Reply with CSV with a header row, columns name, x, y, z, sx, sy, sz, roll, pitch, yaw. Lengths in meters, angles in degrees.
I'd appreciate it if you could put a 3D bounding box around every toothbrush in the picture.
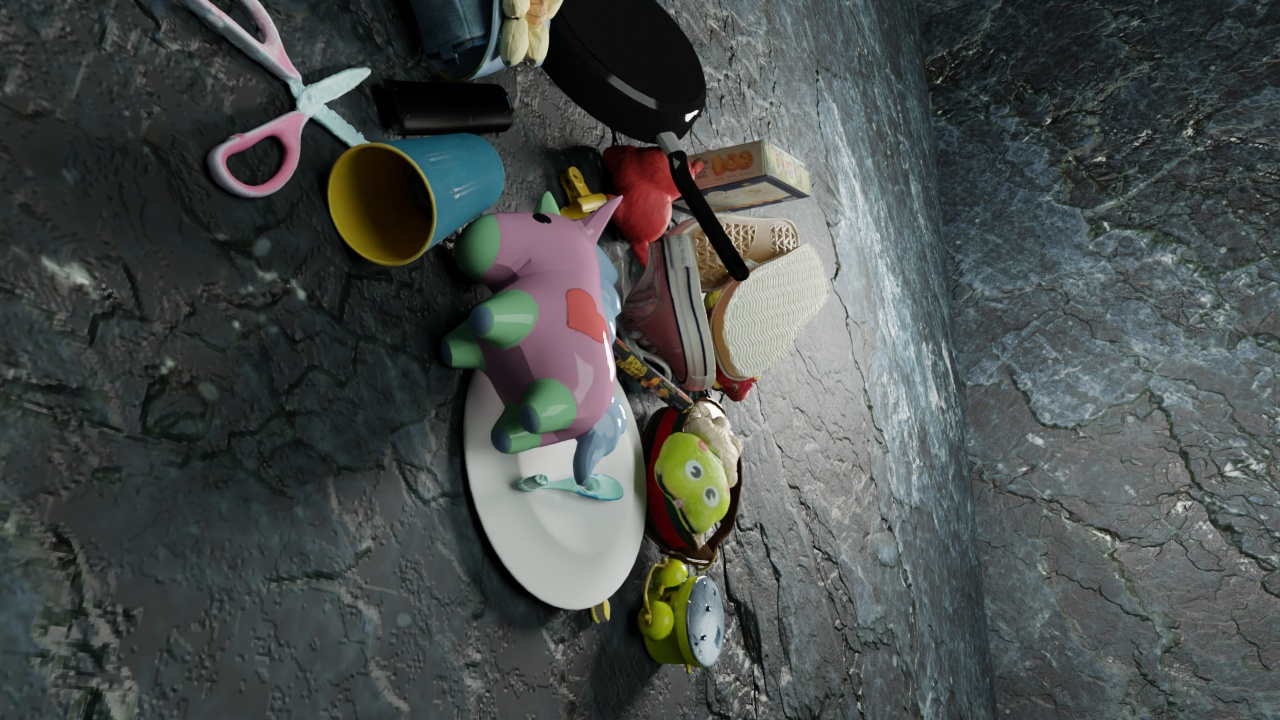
name,x,y,z,sx,sy,sz,roll,pitch,yaw
toothbrush,-0.048,0.099,0.725,0.135,0.017,0.022,16,56,-55
toothbrush,-0.042,0.155,0.780,0.021,0.016,0.135,0,81,-57

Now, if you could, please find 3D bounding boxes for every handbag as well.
name,x,y,z,sx,sy,sz,roll,pitch,yaw
handbag,-0.121,-0.312,0.685,0.121,0.119,0.192,-44,125,-50
handbag,0.057,0.125,0.916,0.138,0.063,0.166,41,48,-35

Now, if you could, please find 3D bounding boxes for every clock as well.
name,x,y,z,sx,sy,sz,roll,pitch,yaw
clock,0.036,0.235,0.854,0.119,0.057,0.083,60,34,-33

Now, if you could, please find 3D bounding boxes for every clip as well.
name,x,y,z,sx,sy,sz,roll,pitch,yaw
clip,-0.055,-0.155,0.854,0.054,0.045,0.048,-31,133,-59

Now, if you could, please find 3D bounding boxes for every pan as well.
name,x,y,z,sx,sy,sz,roll,pitch,yaw
pan,0.016,-0.231,0.847,0.203,0.044,0.355,-15,70,-48

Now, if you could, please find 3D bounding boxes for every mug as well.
name,x,y,z,sx,sy,sz,roll,pitch,yaw
mug,-0.145,-0.118,0.627,0.121,0.078,0.078,-50,124,-62

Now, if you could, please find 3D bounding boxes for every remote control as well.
name,x,y,z,sx,sy,sz,roll,pitch,yaw
remote control,-0.145,-0.195,0.706,0.151,0.020,0.041,-29,105,-60

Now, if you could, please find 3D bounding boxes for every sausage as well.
name,x,y,z,sx,sy,sz,roll,pitch,yaw
sausage,-0.005,0.005,0.853,0.155,0.020,0.020,40,43,-21

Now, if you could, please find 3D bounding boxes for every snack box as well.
name,x,y,z,sx,sy,sz,roll,pitch,yaw
snack box,0.102,-0.202,1.041,0.144,0.145,0.042,3,82,-62

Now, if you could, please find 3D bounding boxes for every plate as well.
name,x,y,z,sx,sy,sz,roll,pitch,yaw
plate,-0.056,0.080,0.758,0.242,0.016,0.242,32,50,-49

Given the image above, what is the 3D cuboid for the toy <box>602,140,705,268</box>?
name,x,y,z,sx,sy,sz,roll,pitch,yaw
toy,0.015,-0.157,0.916,0.088,0.094,0.133,14,69,-62

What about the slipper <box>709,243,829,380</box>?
name,x,y,z,sx,sy,sz,roll,pitch,yaw
slipper,0.145,-0.061,1.035,0.271,0.054,0.114,-39,116,-48

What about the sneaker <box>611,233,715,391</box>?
name,x,y,z,sx,sy,sz,roll,pitch,yaw
sneaker,0.021,-0.035,0.897,0.241,0.088,0.118,74,6,-61

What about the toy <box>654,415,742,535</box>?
name,x,y,z,sx,sy,sz,roll,pitch,yaw
toy,0.059,0.097,0.842,0.092,0.043,0.117,56,45,-11

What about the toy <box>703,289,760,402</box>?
name,x,y,z,sx,sy,sz,roll,pitch,yaw
toy,0.102,-0.024,1.071,0.105,0.067,0.137,33,45,-57

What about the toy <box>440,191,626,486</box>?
name,x,y,z,sx,sy,sz,roll,pitch,yaw
toy,-0.062,-0.022,0.693,0.170,0.120,0.222,-25,83,-47

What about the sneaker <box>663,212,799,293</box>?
name,x,y,z,sx,sy,sz,roll,pitch,yaw
sneaker,0.089,-0.130,1.072,0.234,0.079,0.087,-16,103,-44

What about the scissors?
name,x,y,z,sx,sy,sz,roll,pitch,yaw
scissors,-0.220,-0.173,0.563,0.168,0.014,0.170,66,31,-25
